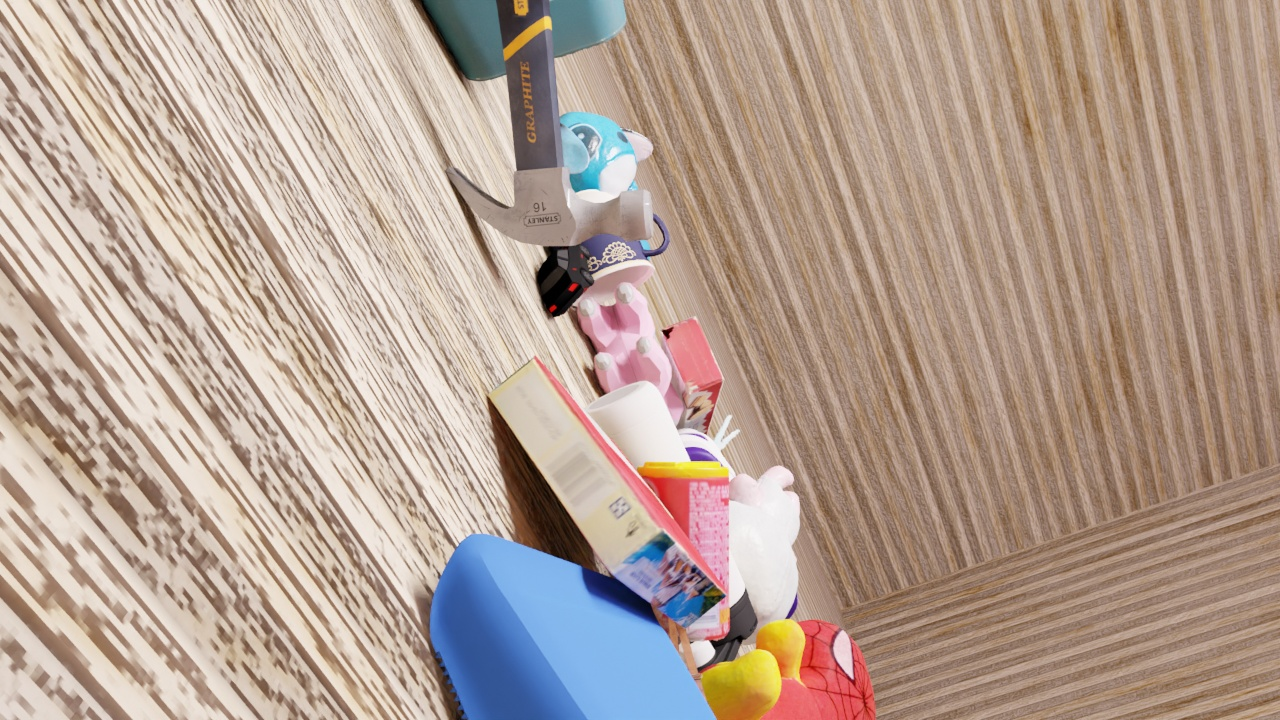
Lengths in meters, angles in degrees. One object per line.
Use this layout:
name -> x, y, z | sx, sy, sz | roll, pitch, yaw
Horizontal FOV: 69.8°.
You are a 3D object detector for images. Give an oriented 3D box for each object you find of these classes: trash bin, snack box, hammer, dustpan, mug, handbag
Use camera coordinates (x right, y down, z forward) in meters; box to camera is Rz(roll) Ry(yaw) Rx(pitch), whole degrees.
trash bin -> -0.117, -0.375, 0.750 | 0.198, 0.197, 0.219 | -101, 172, -46
snack box -> -0.017, 0.084, 0.564 | 0.142, 0.040, 0.145 | 49, -3, 33
hammer -> -0.072, -0.234, 0.621 | 0.035, 0.139, 0.312 | -63, 149, -78
dustpan -> 0.016, 0.217, 0.422 | 0.257, 0.059, 0.245 | 53, 3, 27
snack box -> 0.052, 0.034, 1.005 | 0.273, 0.044, 0.076 | 88, -19, -72
mug -> -0.032, -0.115, 0.861 | 0.089, 0.112, 0.085 | 68, 14, 11
handbag -> 0.045, 0.245, 0.561 | 0.094, 0.043, 0.195 | 99, -17, -52

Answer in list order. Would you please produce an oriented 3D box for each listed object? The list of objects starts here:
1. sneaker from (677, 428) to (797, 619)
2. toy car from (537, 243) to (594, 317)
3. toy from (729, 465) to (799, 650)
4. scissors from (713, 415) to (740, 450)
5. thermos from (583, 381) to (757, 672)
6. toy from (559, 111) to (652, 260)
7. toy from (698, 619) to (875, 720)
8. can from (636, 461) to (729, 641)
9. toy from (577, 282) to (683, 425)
sneaker -> 0.083, 0.173, 0.970 | 0.244, 0.092, 0.111 | 62, 5, -22
toy car -> -0.067, -0.075, 0.784 | 0.036, 0.042, 0.091 | 34, 25, -28
toy -> 0.103, 0.176, 0.855 | 0.139, 0.102, 0.179 | 58, 47, -25
scissors -> 0.080, 0.120, 1.047 | 0.134, 0.016, 0.083 | -39, 114, -37
thermos -> 0.019, 0.137, 0.723 | 0.101, 0.069, 0.230 | -36, 104, -54
toy -> -0.038, -0.187, 1.028 | 0.223, 0.099, 0.191 | -38, 113, -66
toy -> 0.107, 0.262, 0.676 | 0.216, 0.099, 0.147 | 13, 79, -58
can -> 0.030, 0.135, 0.656 | 0.066, 0.067, 0.124 | 26, 64, -77
toy -> -0.005, 0.005, 0.884 | 0.157, 0.067, 0.123 | 62, 8, -60
